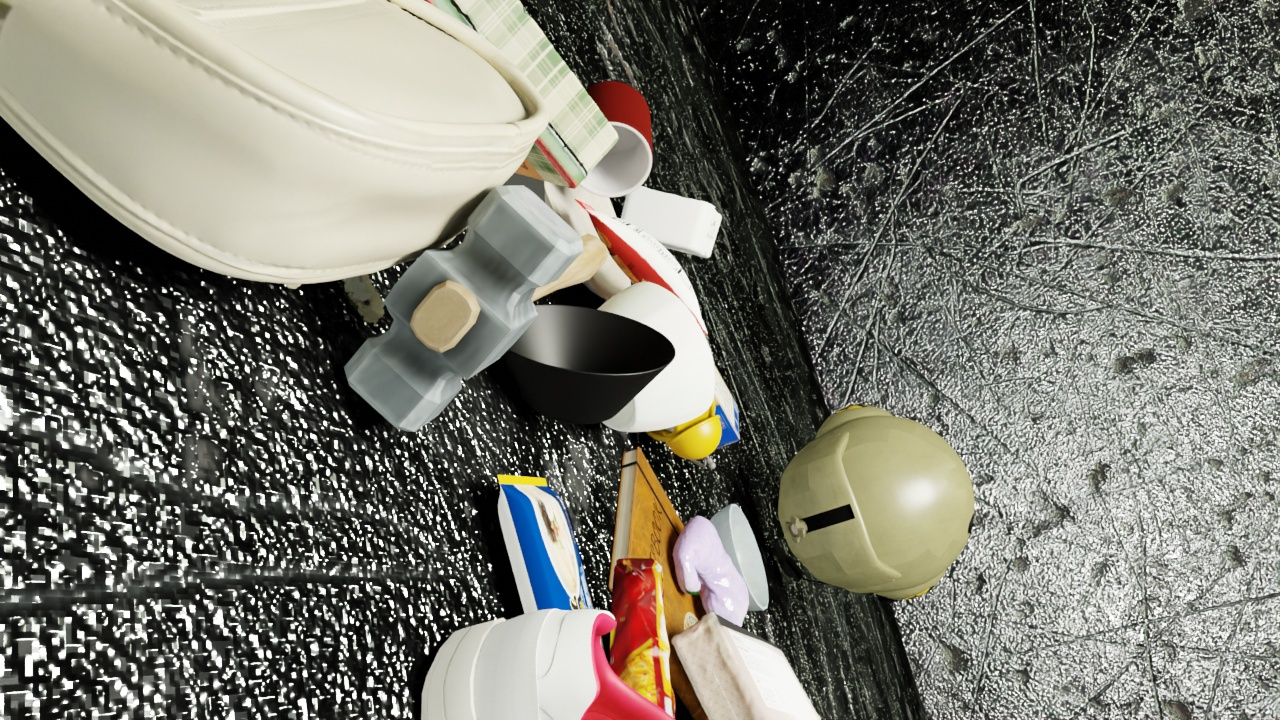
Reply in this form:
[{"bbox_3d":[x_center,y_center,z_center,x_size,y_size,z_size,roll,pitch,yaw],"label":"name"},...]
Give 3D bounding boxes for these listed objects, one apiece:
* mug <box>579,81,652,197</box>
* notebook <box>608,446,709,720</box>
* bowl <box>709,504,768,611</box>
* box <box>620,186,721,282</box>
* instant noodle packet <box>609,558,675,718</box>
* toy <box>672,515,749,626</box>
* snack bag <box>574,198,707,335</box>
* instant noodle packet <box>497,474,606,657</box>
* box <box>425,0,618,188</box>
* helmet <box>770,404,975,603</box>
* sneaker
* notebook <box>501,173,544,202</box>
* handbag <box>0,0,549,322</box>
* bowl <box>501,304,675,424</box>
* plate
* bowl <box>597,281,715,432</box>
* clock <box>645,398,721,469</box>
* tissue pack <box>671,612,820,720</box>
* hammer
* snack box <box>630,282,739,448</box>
[{"bbox_3d":[-0.040,-0.206,0.814,0.105,0.073,0.082,28,34,-23],"label":"mug"},{"bbox_3d":[0.040,0.208,0.768,0.178,0.014,0.249,-84,151,-58],"label":"notebook"},{"bbox_3d":[0.090,0.199,0.908,0.106,0.039,0.106,-19,90,-75],"label":"bowl"},{"bbox_3d":[0.022,-0.118,1.016,0.110,0.103,0.130,3,102,-77],"label":"box"},{"bbox_3d":[0.001,0.197,0.559,0.135,0.039,0.099,-93,179,-46],"label":"instant noodle packet"},{"bbox_3d":[0.058,0.183,0.765,0.099,0.037,0.080,63,26,-8],"label":"toy"},{"bbox_3d":[0.006,-0.081,0.759,0.144,0.039,0.130,45,6,-3],"label":"snack bag"},{"bbox_3d":[-0.050,0.131,0.524,0.087,0.026,0.134,37,36,-76],"label":"instant noodle packet"},{"bbox_3d":[-0.107,-0.189,0.526,0.118,0.050,0.205,31,-12,50],"label":"box"},{"bbox_3d":[0.279,0.180,1.138,0.232,0.256,0.250,26,45,-73],"label":"helmet"},{"bbox_3d":[-0.003,0.219,0.431,0.090,0.104,0.236,-61,130,-70],"label":"sneaker"},{"bbox_3d":[-0.120,-0.191,0.663,0.149,0.016,0.206,43,29,-41],"label":"notebook"},{"bbox_3d":[-0.156,-0.101,0.381,0.184,0.132,0.228,40,20,-12],"label":"handbag"},{"bbox_3d":[-0.042,0.008,0.611,0.123,0.124,0.053,-66,167,-69],"label":"bowl"},{"bbox_3d":[-0.060,-0.134,0.824,0.188,0.027,0.188,-19,90,-75],"label":"plate"},{"bbox_3d":[-0.004,0.004,0.702,0.065,0.117,0.116,-27,99,-31],"label":"bowl"},{"bbox_3d":[0.023,0.025,0.806,0.113,0.052,0.152,27,-39,65],"label":"clock"},{"bbox_3d":[0.084,0.269,0.716,0.103,0.071,0.181,62,7,33],"label":"tissue pack"},{"bbox_3d":[-0.064,-0.049,0.552,0.051,0.117,0.322,43,13,-2],"label":"hammer"},{"bbox_3d":[0.041,0.008,0.951,0.056,0.057,0.207,-87,153,-47],"label":"snack box"}]
